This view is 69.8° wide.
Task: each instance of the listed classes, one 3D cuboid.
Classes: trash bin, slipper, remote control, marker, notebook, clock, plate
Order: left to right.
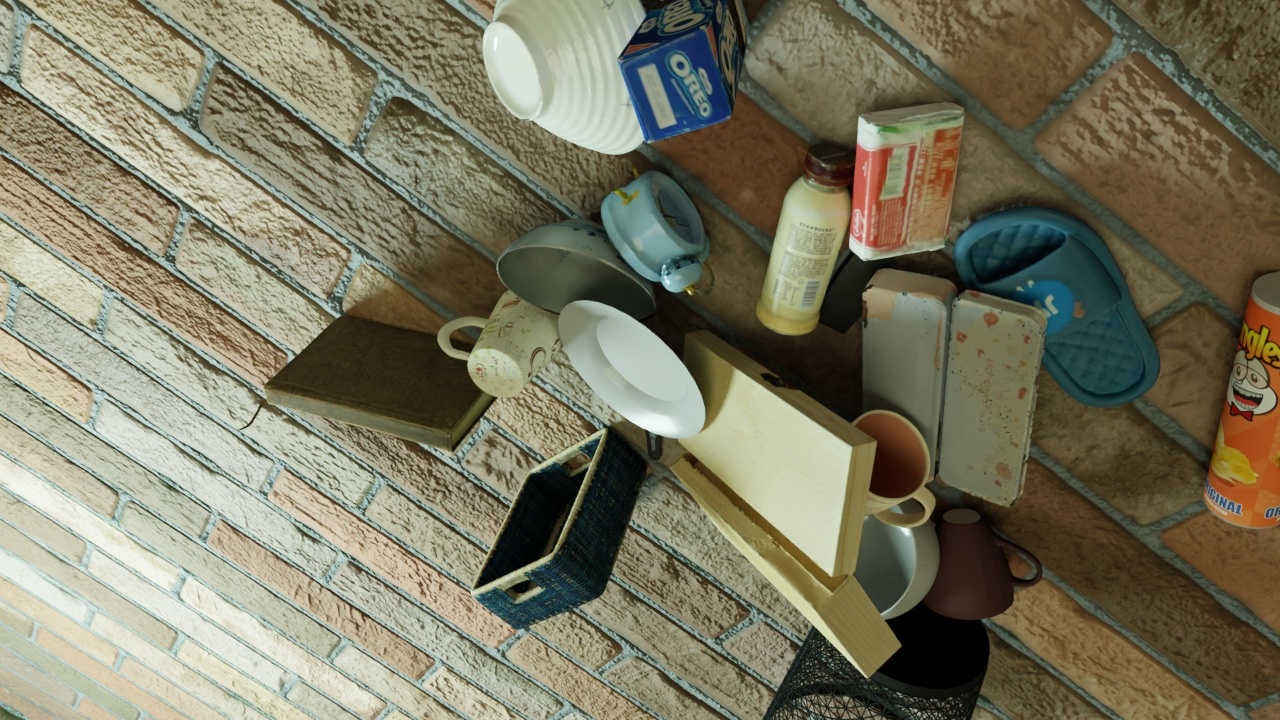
[{"bbox_3d":[-0.265,0.031,0.937,0.215,0.189,0.035,13,127,14],"label":"notebook"},{"bbox_3d":[-0.005,0.005,0.872,0.173,0.019,0.173,31,150,20],"label":"plate"},{"bbox_3d":[0.012,0.058,0.962,0.018,0.015,0.123,7,129,16],"label":"marker"},{"bbox_3d":[0.022,-0.107,0.788,0.052,0.088,0.124,-32,107,29],"label":"clock"},{"bbox_3d":[0.191,-0.074,0.796,0.039,0.010,0.125,26,129,1],"label":"remote control"},{"bbox_3d":[0.253,0.365,0.984,0.217,0.216,0.244,15,122,10],"label":"trash bin"},{"bbox_3d":[0.341,-0.038,0.735,0.213,0.059,0.104,44,126,-15],"label":"slipper"}]

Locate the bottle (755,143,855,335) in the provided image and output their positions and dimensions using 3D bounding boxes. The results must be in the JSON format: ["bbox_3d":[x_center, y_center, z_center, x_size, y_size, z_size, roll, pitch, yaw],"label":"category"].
[{"bbox_3d":[0.140,-0.099,0.767,0.056,0.056,0.162,17,129,9],"label":"bottle"}]

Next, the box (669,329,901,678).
[{"bbox_3d":[0.120,0.126,0.839,0.247,0.096,0.261,38,144,53],"label":"box"}]

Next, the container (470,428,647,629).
[{"bbox_3d":[-0.082,0.179,0.977,0.146,0.186,0.071,-31,113,36],"label":"container"}]

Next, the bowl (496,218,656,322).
[{"bbox_3d":[-0.051,-0.088,0.834,0.151,0.056,0.151,12,160,4],"label":"bowl"}]

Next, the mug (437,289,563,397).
[{"bbox_3d":[-0.143,-0.020,0.910,0.122,0.097,0.081,14,129,11],"label":"mug"}]

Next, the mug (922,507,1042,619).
[{"bbox_3d":[0.332,0.194,0.899,0.114,0.086,0.088,-1,107,28],"label":"mug"}]

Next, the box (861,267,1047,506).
[{"bbox_3d":[0.266,0.027,0.796,0.149,0.042,0.217,13,134,26],"label":"box"}]

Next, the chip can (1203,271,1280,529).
[{"bbox_3d":[0.499,0.036,0.725,0.062,0.062,0.211,2,126,20],"label":"chip can"}]

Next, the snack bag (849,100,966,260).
[{"bbox_3d":[0.204,-0.137,0.708,0.077,0.036,0.116,-11,124,-9],"label":"snack bag"}]

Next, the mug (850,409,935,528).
[{"bbox_3d":[0.210,0.110,0.830,0.111,0.085,0.105,38,152,1],"label":"mug"}]

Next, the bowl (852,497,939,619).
[{"bbox_3d":[0.239,0.188,0.911,0.064,0.131,0.132,8,141,-37],"label":"bowl"}]

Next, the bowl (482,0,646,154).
[{"bbox_3d":[-0.069,-0.228,0.690,0.177,0.070,0.178,39,147,32],"label":"bowl"}]

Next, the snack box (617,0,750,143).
[{"bbox_3d":[0.036,-0.213,0.612,0.059,0.225,0.059,-12,120,18],"label":"snack box"}]
